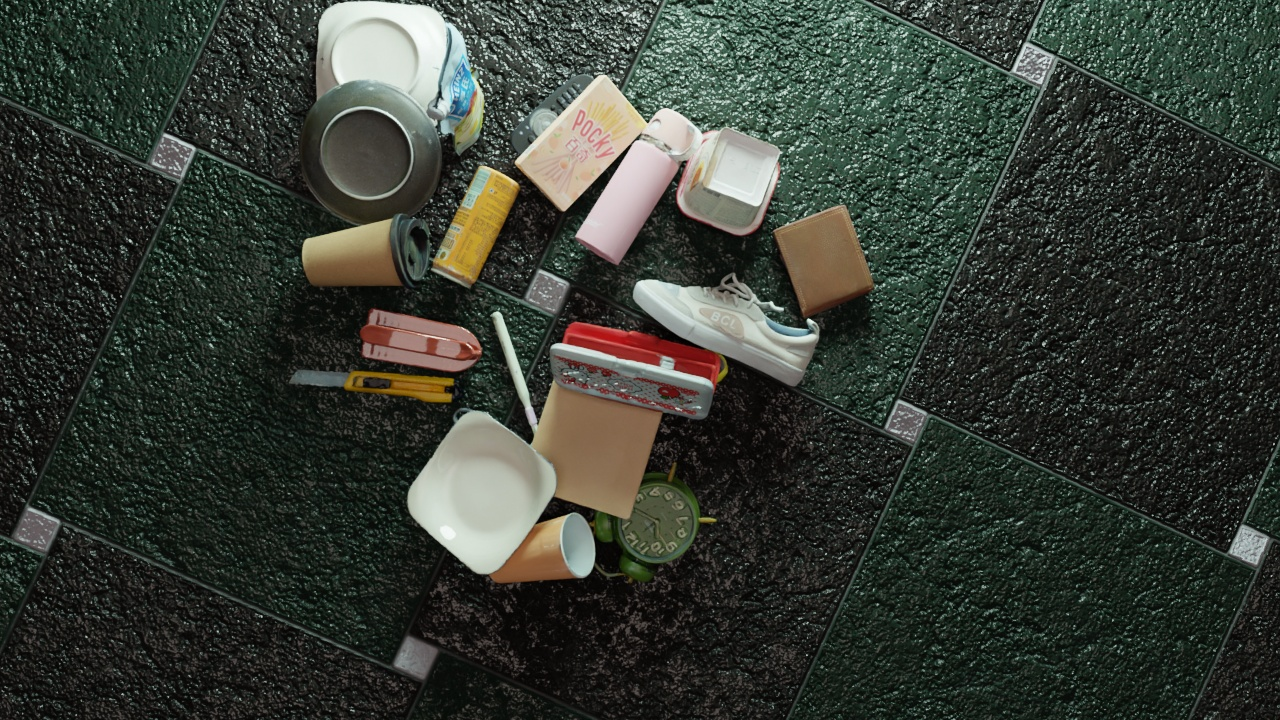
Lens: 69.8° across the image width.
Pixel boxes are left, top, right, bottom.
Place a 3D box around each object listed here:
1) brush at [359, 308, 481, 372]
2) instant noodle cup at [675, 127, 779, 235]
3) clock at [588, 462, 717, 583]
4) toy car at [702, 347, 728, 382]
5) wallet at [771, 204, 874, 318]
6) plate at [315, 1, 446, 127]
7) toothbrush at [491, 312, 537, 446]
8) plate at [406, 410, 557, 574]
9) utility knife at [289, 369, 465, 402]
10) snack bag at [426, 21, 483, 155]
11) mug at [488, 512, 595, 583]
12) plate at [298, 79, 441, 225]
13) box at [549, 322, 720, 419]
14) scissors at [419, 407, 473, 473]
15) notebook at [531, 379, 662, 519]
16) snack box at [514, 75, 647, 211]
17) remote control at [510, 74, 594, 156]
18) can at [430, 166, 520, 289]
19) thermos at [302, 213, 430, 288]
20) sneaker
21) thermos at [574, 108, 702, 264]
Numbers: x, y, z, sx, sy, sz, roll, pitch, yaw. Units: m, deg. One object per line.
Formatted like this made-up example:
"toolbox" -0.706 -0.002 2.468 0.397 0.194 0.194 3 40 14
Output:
"brush" -0.270 -0.021 1.140 0.146 0.069 0.063 11 91 -3
"instant noodle cup" 0.114 -0.225 1.129 0.116 0.124 0.116 21 90 -4
"clock" 0.006 0.212 1.164 0.161 0.056 0.116 -36 91 -2
"toy car" 0.062 0.021 1.176 0.105 0.032 0.048 -26 92 -1
"wallet" 0.235 -0.128 1.185 0.101 0.032 0.124 -21 91 0
"plate" -0.327 -0.371 1.150 0.163 0.034 0.164 1 91 -2
"toothbrush" -0.157 0.029 1.172 0.020 0.029 0.189 -18 91 -45
"plate" -0.192 0.162 1.132 0.164 0.034 0.163 36 91 19
"utility knife" -0.334 0.031 1.164 0.223 0.015 0.033 5 88 -3
"snack bag" -0.215 -0.311 1.078 0.039 0.191 0.110 19 89 -2
"mug" -0.127 0.237 1.133 0.123 0.078 0.078 -15 92 25
"plate" -0.337 -0.255 1.136 0.179 0.024 0.179 0 104 -1
"box" -0.007 0.008 1.108 0.201 0.101 0.095 13 79 7
"scissors" -0.198 0.141 1.173 0.159 0.014 0.181 -25 92 -2
"notebook" -0.052 0.079 1.152 0.148 0.008 0.207 16 79 8
"snack box" -0.074 -0.273 1.155 0.157 0.026 0.084 -46 115 -1
"remote control" -0.106 -0.307 1.166 0.136 0.024 0.053 -42 98 -3
"can" -0.206 -0.166 1.147 0.058 0.058 0.146 26 89 -3
"thermos" -0.335 -0.129 1.130 0.143 0.093 0.093 -6 91 6
"sneaker" 0.111 -0.058 1.146 0.242 0.089 0.091 25 105 -7
"thermos" 0.003 -0.216 1.146 0.067 0.087 0.198 34 89 -47
